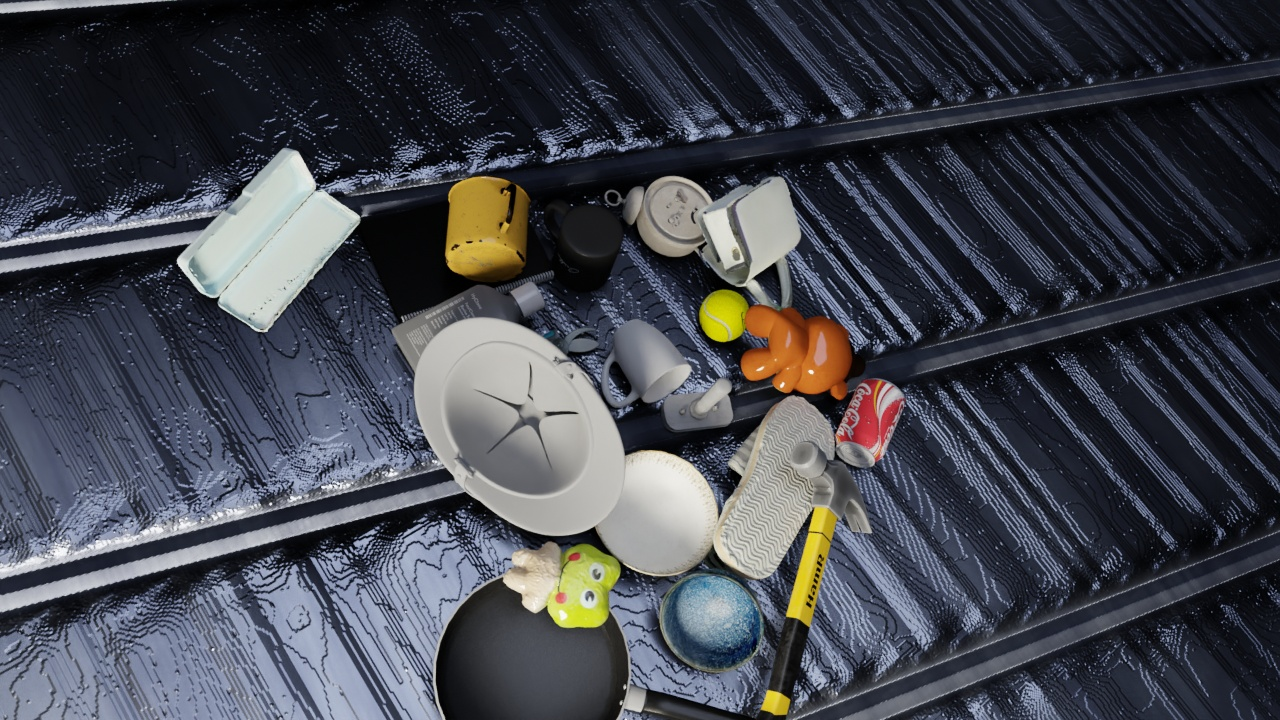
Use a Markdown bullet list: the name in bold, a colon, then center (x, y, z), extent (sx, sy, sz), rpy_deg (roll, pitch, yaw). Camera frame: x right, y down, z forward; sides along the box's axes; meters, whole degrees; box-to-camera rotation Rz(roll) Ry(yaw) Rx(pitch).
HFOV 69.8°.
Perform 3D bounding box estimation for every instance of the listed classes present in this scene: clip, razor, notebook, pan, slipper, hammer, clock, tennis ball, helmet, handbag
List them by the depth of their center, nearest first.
- **pan**: center (-0.042, 0.347, 0.968), extent (0.355, 0.044, 0.203), rpy_deg (18, 63, -5)
- **hammer**: center (0.184, 0.264, 1.020), extent (0.170, 0.034, 0.323), rpy_deg (44, 57, -39)
- **helmet**: center (-0.126, 0.071, 1.043), extent (0.183, 0.117, 0.271), rpy_deg (-45, 85, 4)
- **clip**: center (0.103, 0.249, 1.060), extent (0.023, 0.043, 0.076), rpy_deg (-31, 77, -26)
- **slipper**: center (0.156, 0.148, 1.085), extent (0.114, 0.054, 0.271), rpy_deg (37, 47, -3)
- **razor**: center (0.082, 0.047, 1.099), extent (0.088, 0.116, 0.047), rpy_deg (-5, 72, -16)
- **notebook**: center (-0.231, -0.138, 1.166), extent (0.206, 0.016, 0.149), rpy_deg (-20, 71, -21)
- **tennis ball**: center (0.108, -0.058, 1.182), extent (0.065, 0.066, 0.065), rpy_deg (5, 64, -12)
- **handbag**: center (0.153, -0.141, 1.220), extent (0.150, 0.074, 0.176), rpy_deg (-37, 111, -45)
- **clock**: center (0.025, -0.194, 1.230), extent (0.156, 0.061, 0.103), rpy_deg (16, 64, -15)

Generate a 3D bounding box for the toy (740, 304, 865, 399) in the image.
- **toy**: center (0.211, -0.009, 1.167), extent (0.176, 0.096, 0.112), rpy_deg (12, 73, -13)

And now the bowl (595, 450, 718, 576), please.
- **bowl**: center (0.011, 0.181, 1.048), extent (0.145, 0.063, 0.145), rpy_deg (6, 63, -11)

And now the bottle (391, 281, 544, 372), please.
- **bottle**: center (-0.197, -0.039, 1.092), extent (0.173, 0.046, 0.083), rpy_deg (-30, 74, -13)

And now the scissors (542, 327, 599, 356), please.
- **scissors**: center (-0.130, -0.010, 1.128), extent (0.124, 0.019, 0.155), rpy_deg (31, 62, 1)

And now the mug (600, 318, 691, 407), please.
- **mug**: center (-0.007, 0.007, 1.132), extent (0.107, 0.071, 0.089), rpy_deg (-38, 68, 2)

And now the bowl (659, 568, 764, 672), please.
- **bowl**: center (0.083, 0.279, 1.014), extent (0.114, 0.060, 0.114), rpy_deg (2, 99, 15)

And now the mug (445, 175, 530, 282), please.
- **mug**: center (-0.180, -0.161, 1.110), extent (0.100, 0.124, 0.094), rpy_deg (14, 61, -29)

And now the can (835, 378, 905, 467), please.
- **can**: center (0.290, 0.079, 1.165), extent (0.064, 0.064, 0.104), rpy_deg (31, 62, 1)

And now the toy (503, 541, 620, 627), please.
- **toy**: center (-0.084, 0.231, 0.967), extent (0.118, 0.043, 0.092), rpy_deg (18, 61, -3)

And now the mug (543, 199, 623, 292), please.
- **mug**: center (-0.080, -0.154, 1.169), extent (0.113, 0.088, 0.078), rpy_deg (45, 63, 9)

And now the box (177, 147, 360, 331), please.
- **box**: center (-0.436, -0.145, 1.088), extent (0.126, 0.074, 0.197), rpy_deg (39, 62, -16)
